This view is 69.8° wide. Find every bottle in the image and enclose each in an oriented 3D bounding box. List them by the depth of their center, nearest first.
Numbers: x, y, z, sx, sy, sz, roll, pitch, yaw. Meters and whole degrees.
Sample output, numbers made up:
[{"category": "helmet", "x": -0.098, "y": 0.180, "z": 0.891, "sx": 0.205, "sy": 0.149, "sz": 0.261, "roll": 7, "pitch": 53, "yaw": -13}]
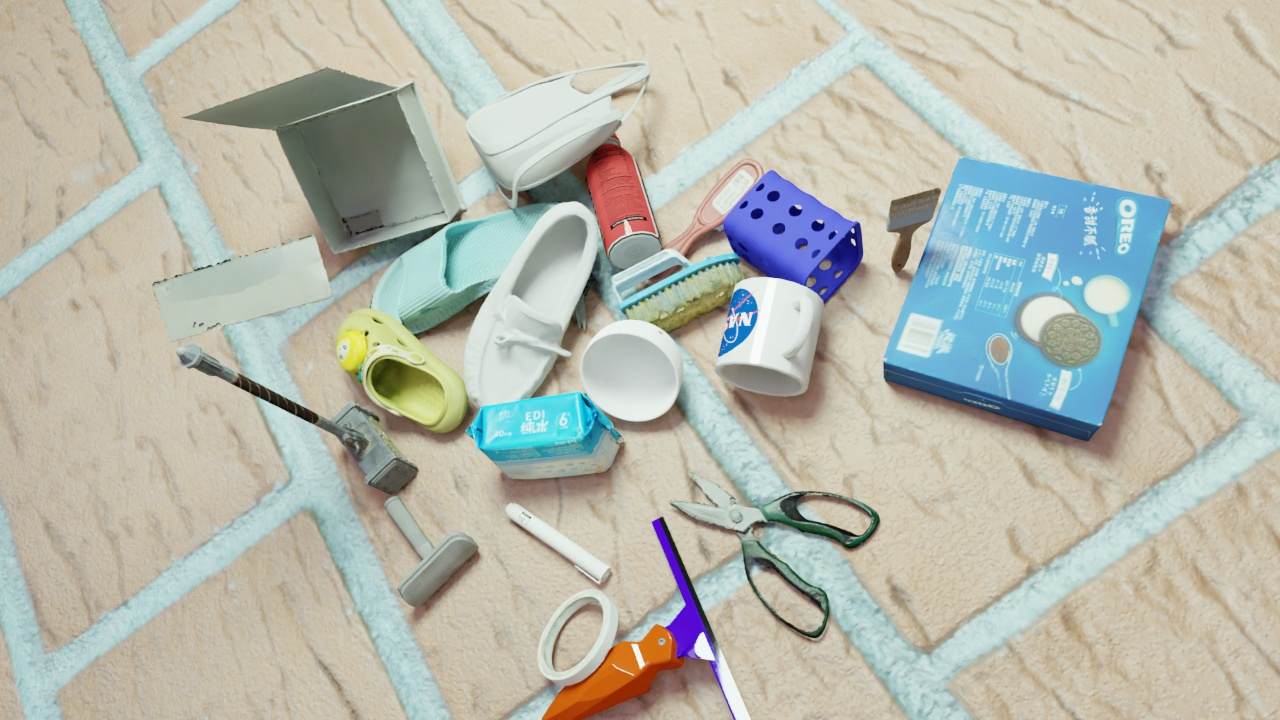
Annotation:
[{"category": "bottle", "x": -0.025, "y": -0.188, "z": 1.030, "sx": 0.062, "sy": 0.062, "sz": 0.176, "roll": -20, "pitch": 59, "yaw": 8}]

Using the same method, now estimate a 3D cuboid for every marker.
[{"category": "marker", "x": -0.087, "y": 0.184, "z": 0.932, "sx": 0.133, "sy": 0.017, "sz": 0.020, "roll": 29, "pitch": 82, "yaw": 24}]

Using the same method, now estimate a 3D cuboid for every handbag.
[{"category": "handbag", "x": -0.078, "y": -0.274, "z": 1.048, "sx": 0.222, "sy": 0.096, "sz": 0.215, "roll": -31, "pitch": 35, "yaw": -6}]

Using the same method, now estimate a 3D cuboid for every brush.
[{"category": "brush", "x": 0.252, "y": -0.118, "z": 0.877, "sx": 0.045, "sy": 0.143, "sz": 0.008, "roll": -15, "pitch": 67, "yaw": 1}, {"category": "brush", "x": 0.042, "y": -0.083, "z": 0.975, "sx": 0.136, "sy": 0.055, "sz": 0.075, "roll": -26, "pitch": 69, "yaw": 5}, {"category": "brush", "x": 0.072, "y": -0.149, "z": 1.007, "sx": 0.172, "sy": 0.030, "sz": 0.041, "roll": -45, "pitch": 65, "yaw": 12}]

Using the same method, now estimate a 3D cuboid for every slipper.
[{"category": "slipper", "x": -0.112, "y": -0.054, "z": 0.980, "sx": 0.112, "sy": 0.074, "sz": 0.247, "roll": 27, "pitch": 91, "yaw": 2}, {"category": "slipper", "x": -0.277, "y": 0.017, "z": 1.011, "sx": 0.190, "sy": 0.081, "sz": 0.092, "roll": 33, "pitch": 112, "yaw": 20}, {"category": "slipper", "x": -0.202, "y": -0.115, "z": 1.048, "sx": 0.276, "sy": 0.069, "sz": 0.115, "roll": -20, "pitch": 61, "yaw": 14}]

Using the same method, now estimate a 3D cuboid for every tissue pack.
[{"category": "tissue pack", "x": -0.093, "y": 0.077, "z": 0.935, "sx": 0.144, "sy": 0.093, "sz": 0.061, "roll": -7, "pitch": 60, "yaw": 14}]

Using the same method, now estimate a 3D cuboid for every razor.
[{"category": "razor", "x": -0.236, "y": 0.186, "z": 0.966, "sx": 0.088, "sy": 0.047, "sz": 0.116, "roll": -45, "pitch": 56, "yaw": -4}]

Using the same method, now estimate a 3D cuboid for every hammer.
[{"category": "hammer", "x": -0.331, "y": 0.049, "z": 0.888, "sx": 0.044, "sy": 0.322, "sz": 0.098, "roll": -44, "pitch": 64, "yaw": -3}]

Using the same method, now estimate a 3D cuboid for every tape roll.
[{"category": "tape roll", "x": -0.060, "y": 0.261, "z": 0.868, "sx": 0.093, "sy": 0.013, "sz": 0.092, "roll": -34, "pitch": 30, "yaw": 23}]

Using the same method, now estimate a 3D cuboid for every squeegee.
[{"category": "squeegee", "x": -0.016, "y": 0.289, "z": 0.848, "sx": 0.185, "sy": 0.055, "sz": 0.249, "roll": -37, "pitch": 49, "yaw": 14}]

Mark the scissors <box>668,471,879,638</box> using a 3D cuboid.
[{"category": "scissors", "x": 0.112, "y": 0.183, "z": 0.874, "sx": 0.210, "sy": 0.015, "sz": 0.154, "roll": 8, "pitch": 74, "yaw": 19}]

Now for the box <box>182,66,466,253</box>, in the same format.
[{"category": "box", "x": -0.363, "y": -0.295, "z": 0.932, "sx": 0.167, "sy": 0.506, "sz": 0.148, "roll": -14, "pitch": 62, "yaw": 12}]

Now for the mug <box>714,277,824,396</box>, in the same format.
[{"category": "mug", "x": 0.133, "y": -0.025, "z": 0.892, "sx": 0.091, "sy": 0.121, "sz": 0.090, "roll": 20, "pitch": 72, "yaw": -16}]

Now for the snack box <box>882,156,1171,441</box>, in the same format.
[{"category": "snack box", "x": 0.363, "y": -0.066, "z": 0.872, "sx": 0.196, "sy": 0.056, "sz": 0.238, "roll": 19, "pitch": 75, "yaw": 22}]

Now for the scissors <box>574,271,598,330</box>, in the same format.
[{"category": "scissors", "x": -0.069, "y": -0.107, "z": 1.039, "sx": 0.129, "sy": 0.019, "sz": 0.138, "roll": 32, "pitch": 83, "yaw": 24}]

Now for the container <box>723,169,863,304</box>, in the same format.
[{"category": "container", "x": 0.156, "y": -0.123, "z": 0.941, "sx": 0.113, "sy": 0.085, "sz": 0.084, "roll": 40, "pitch": 84, "yaw": 27}]

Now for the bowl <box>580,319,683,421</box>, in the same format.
[{"category": "bowl", "x": -0.006, "y": 0.005, "z": 0.938, "sx": 0.105, "sy": 0.105, "sz": 0.054, "roll": -1, "pitch": 29, "yaw": 16}]
